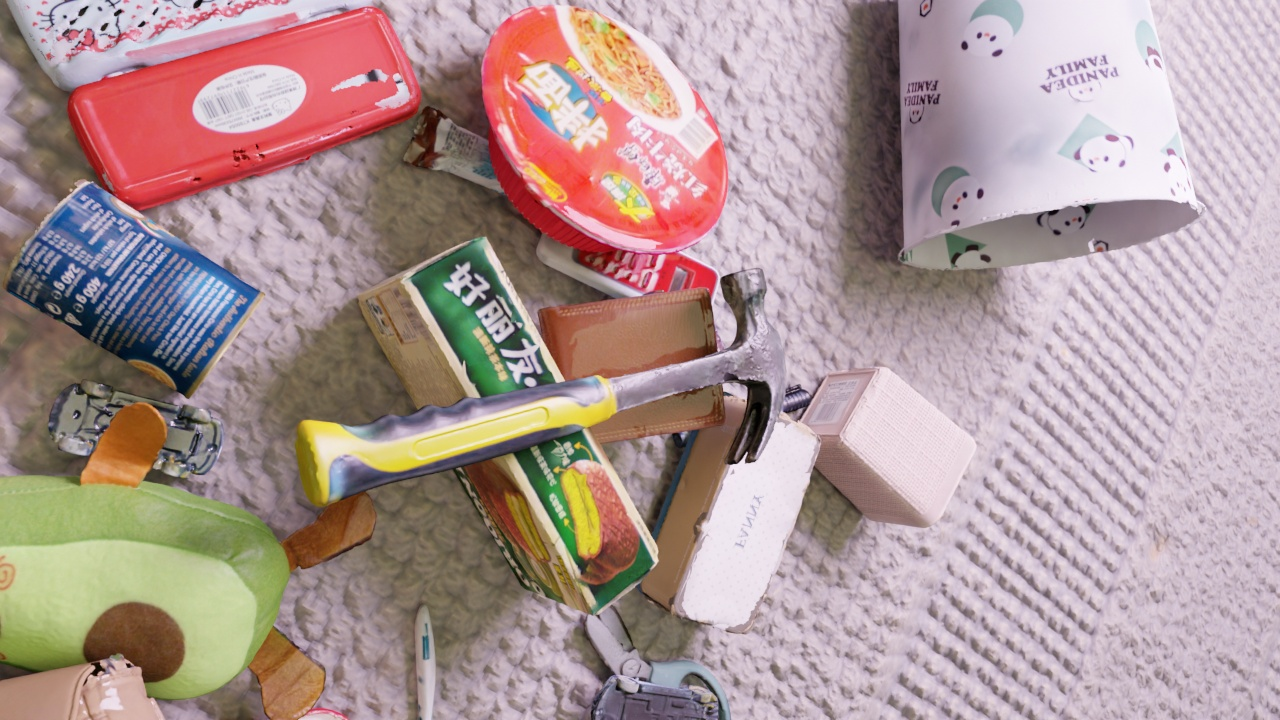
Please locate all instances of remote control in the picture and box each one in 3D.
[{"bbox_3d":[-0.007,-0.070,0.673,0.136,0.020,0.055,26,66,-10],"label":"remote control"}]

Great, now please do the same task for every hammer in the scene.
[{"bbox_3d":[-0.035,0.028,0.541,0.322,0.032,0.126,-13,91,-35],"label":"hammer"}]

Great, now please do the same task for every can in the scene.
[{"bbox_3d":[-0.283,-0.039,0.518,0.111,0.075,0.075,36,73,-21],"label":"can"}]

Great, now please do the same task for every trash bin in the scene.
[{"bbox_3d":[0.322,-0.221,0.766,0.229,0.230,0.251,0,83,-28],"label":"trash bin"}]

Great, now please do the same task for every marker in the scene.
[{"bbox_3d":[0.083,0.045,0.740,0.130,0.018,0.022,-15,72,-27],"label":"marker"}]

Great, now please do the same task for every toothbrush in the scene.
[{"bbox_3d":[-0.141,0.260,0.618,0.018,0.016,0.191,-1,89,-38],"label":"toothbrush"}]

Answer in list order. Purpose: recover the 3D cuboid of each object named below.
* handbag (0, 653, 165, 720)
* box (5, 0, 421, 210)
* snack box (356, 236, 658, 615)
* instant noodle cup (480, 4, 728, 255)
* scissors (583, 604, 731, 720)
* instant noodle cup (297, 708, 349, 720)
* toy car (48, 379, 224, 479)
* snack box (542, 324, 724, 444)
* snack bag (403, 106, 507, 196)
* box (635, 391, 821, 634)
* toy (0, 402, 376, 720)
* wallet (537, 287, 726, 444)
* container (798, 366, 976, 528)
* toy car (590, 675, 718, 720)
[{"bbox_3d":[-0.322,0.230,0.435,0.205,0.100,0.147,-13,76,8],"label":"handbag"},{"bbox_3d":[-0.252,-0.194,0.561,0.200,0.038,0.158,-28,101,-24],"label":"box"},{"bbox_3d":[-0.088,0.045,0.595,0.063,0.115,0.240,-34,103,-27],"label":"snack box"},{"bbox_3d":[-0.032,-0.147,0.636,0.193,0.066,0.193,15,60,-28],"label":"instant noodle cup"},{"bbox_3d":[-0.006,0.260,0.686,0.139,0.019,0.180,-44,109,-21],"label":"scissors"},{"bbox_3d":[-0.206,0.277,0.521,0.116,0.124,0.116,-7,92,-28],"label":"instant noodle cup"},{"bbox_3d":[-0.292,0.040,0.535,0.090,0.034,0.043,18,83,-24],"label":"toy car"},{"bbox_3d":[-0.011,0.002,0.686,0.156,0.026,0.084,-28,100,-26],"label":"snack box"},{"bbox_3d":[-0.109,-0.137,0.639,0.105,0.026,0.045,22,79,-25],"label":"snack bag"},{"bbox_3d":[0.070,0.109,0.696,0.089,0.060,0.184,27,80,-31],"label":"box"},{"bbox_3d":[-0.280,0.125,0.502,0.246,0.090,0.227,13,104,-24],"label":"toy"},{"bbox_3d":[-0.004,0.004,0.644,0.124,0.032,0.101,-8,92,-11],"label":"wallet"},{"bbox_3d":[0.197,0.068,0.759,0.111,0.090,0.089,40,71,-18],"label":"container"},{"bbox_3d":[0.009,0.257,0.665,0.105,0.031,0.049,19,79,-27],"label":"toy car"}]
